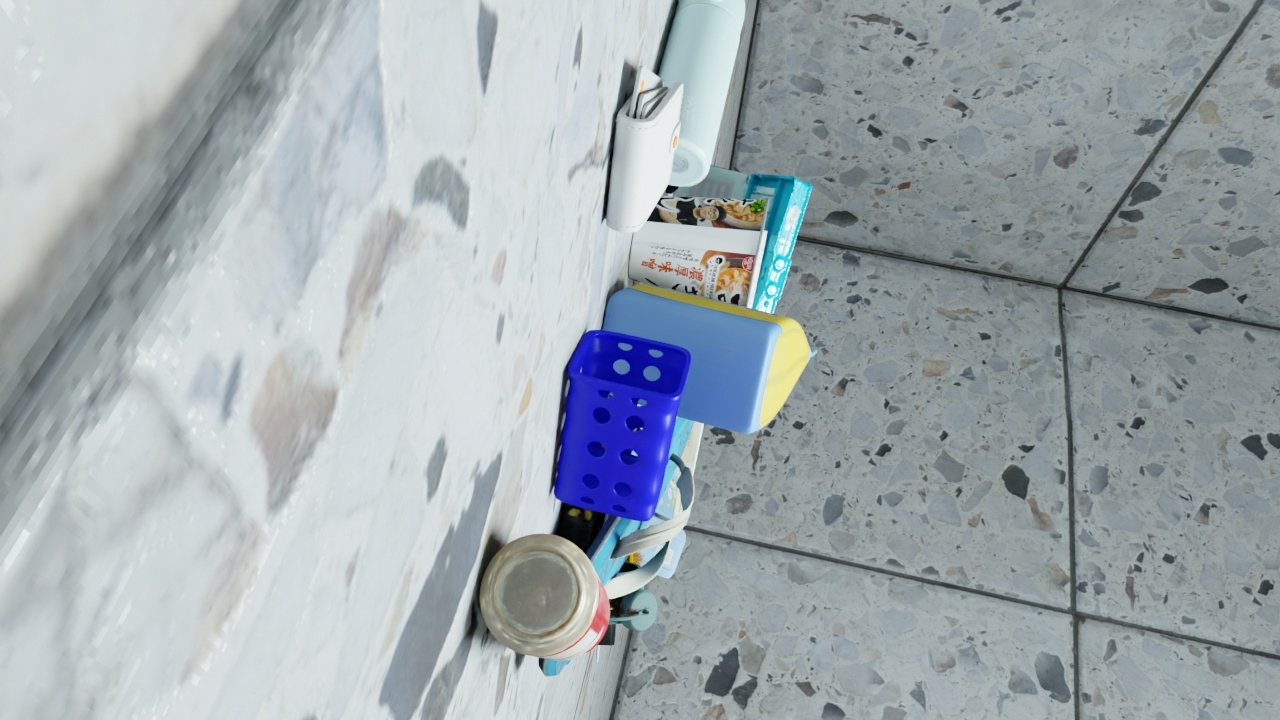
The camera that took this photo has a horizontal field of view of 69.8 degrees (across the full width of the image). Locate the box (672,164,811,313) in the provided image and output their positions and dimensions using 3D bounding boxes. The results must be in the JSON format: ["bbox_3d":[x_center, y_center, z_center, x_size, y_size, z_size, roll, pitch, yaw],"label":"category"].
[{"bbox_3d":[0.101,-0.114,1.098,0.071,0.182,0.227,10,98,-51],"label":"box"}]

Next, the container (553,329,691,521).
[{"bbox_3d":[-0.015,0.050,0.702,0.084,0.085,0.114,-68,169,-62],"label":"container"}]

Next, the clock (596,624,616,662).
[{"bbox_3d":[-0.047,0.260,1.008,0.120,0.042,0.091,-86,178,-50],"label":"clock"}]

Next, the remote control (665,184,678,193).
[{"bbox_3d":[0.044,-0.253,1.043,0.150,0.022,0.047,93,10,-62],"label":"remote control"}]

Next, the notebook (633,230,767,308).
[{"bbox_3d":[0.056,-0.055,1.005,0.009,0.142,0.210,-166,-93,-68],"label":"notebook"}]

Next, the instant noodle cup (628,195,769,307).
[{"bbox_3d":[0.057,-0.113,0.923,0.123,0.122,0.123,14,88,-85],"label":"instant noodle cup"}]

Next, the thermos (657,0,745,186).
[{"bbox_3d":[0.049,-0.258,0.829,0.078,0.065,0.206,96,7,-65],"label":"thermos"}]

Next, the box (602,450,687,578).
[{"bbox_3d":[0.002,0.166,1.014,0.209,0.034,0.127,38,59,-56],"label":"box"}]

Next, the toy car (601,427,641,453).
[{"bbox_3d":[-0.026,0.074,0.855,0.112,0.047,0.047,79,23,-74],"label":"toy car"}]

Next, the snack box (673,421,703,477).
[{"bbox_3d":[0.026,0.087,1.162,0.057,0.104,0.208,-70,171,-45],"label":"snack box"}]

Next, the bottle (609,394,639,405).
[{"bbox_3d":[-0.006,0.006,0.953,0.043,0.043,0.111,54,47,-83],"label":"bottle"}]

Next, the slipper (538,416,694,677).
[{"bbox_3d":[0.000,0.155,0.794,0.293,0.060,0.118,-55,167,-47],"label":"slipper"}]

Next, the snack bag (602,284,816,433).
[{"bbox_3d":[0.071,-0.012,0.868,0.204,0.159,0.102,-21,123,-65],"label":"snack bag"}]

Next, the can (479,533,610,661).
[{"bbox_3d":[-0.055,0.154,0.580,0.170,0.067,0.067,88,14,-71],"label":"can"}]

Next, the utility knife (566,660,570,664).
[{"bbox_3d":[-0.080,0.315,0.985,0.175,0.015,0.031,93,12,-70],"label":"utility knife"}]

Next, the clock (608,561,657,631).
[{"bbox_3d":[-0.033,0.219,0.849,0.124,0.090,0.053,172,-81,-77],"label":"clock"}]

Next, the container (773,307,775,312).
[{"bbox_3d":[0.091,-0.035,1.265,0.242,0.163,0.130,94,9,-57],"label":"container"}]

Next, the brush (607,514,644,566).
[{"bbox_3d":[-0.015,0.156,0.911,0.048,0.017,0.126,22,-63,55],"label":"brush"}]

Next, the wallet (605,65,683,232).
[{"bbox_3d":[0.005,-0.173,0.697,0.118,0.037,0.115,-65,167,-55],"label":"wallet"}]

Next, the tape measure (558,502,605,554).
[{"bbox_3d":[-0.048,0.139,0.800,0.067,0.038,0.063,-61,162,-77],"label":"tape measure"}]
